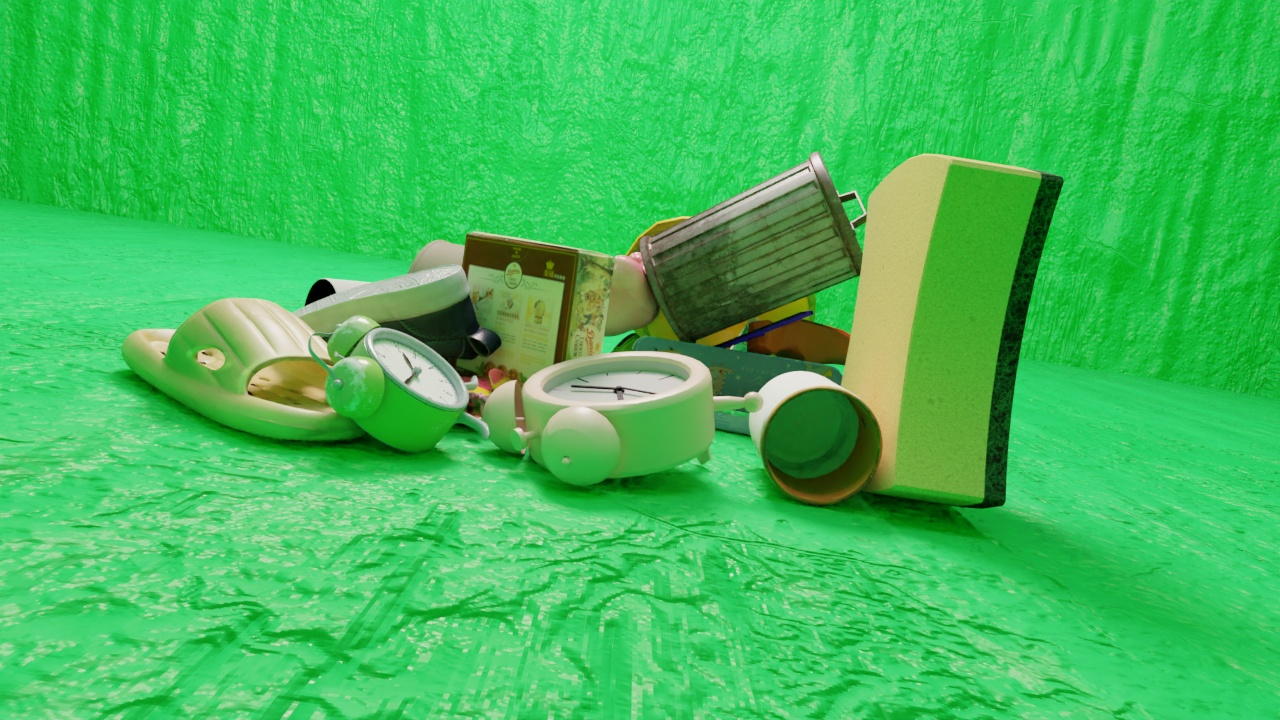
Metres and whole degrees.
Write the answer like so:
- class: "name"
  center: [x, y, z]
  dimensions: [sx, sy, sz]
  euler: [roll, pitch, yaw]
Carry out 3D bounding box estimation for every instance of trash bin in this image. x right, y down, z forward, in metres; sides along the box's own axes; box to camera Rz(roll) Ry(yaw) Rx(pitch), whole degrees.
- class: "trash bin"
  center: [0.121, -0.110, 0.913]
  dimensions: [0.211, 0.131, 0.130]
  euler: [-23, -1, 15]

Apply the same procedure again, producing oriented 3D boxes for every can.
- class: "can"
  center: [-0.197, -0.064, 1.011]
  dimensions: [0.073, 0.128, 0.127]
  euler: [11, 7, 17]

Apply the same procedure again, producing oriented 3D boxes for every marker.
- class: "marker"
  center: [0.102, -0.003, 1.014]
  dimensions: [0.017, 0.017, 0.146]
  euler: [8, -30, -11]

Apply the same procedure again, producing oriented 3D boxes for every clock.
- class: "clock"
  center: [-0.162, 0.016, 0.600]
  dimensions: [0.119, 0.043, 0.094]
  euler: [34, 14, -29]
- class: "clock"
  center: [-0.016, 0.045, 0.637]
  dimensions: [0.160, 0.086, 0.131]
  euler: [-8, 15, -36]

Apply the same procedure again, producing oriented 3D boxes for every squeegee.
- class: "squeegee"
  center: [0.164, -0.014, 0.924]
  dimensions: [0.184, 0.055, 0.250]
  euler: [12, -16, -24]

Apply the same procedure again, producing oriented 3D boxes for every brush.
- class: "brush"
  center: [0.217, -0.022, 0.692]
  dimensions: [0.075, 0.250, 0.195]
  euler: [9, 3, -2]

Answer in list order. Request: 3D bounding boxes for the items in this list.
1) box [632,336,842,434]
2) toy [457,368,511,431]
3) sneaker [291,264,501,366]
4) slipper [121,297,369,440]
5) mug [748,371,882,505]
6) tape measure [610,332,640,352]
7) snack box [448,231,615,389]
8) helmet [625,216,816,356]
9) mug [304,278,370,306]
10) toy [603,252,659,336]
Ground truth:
- class: "box"
  center: [0.086, 0.025, 0.873]
  dimensions: [0.210, 0.079, 0.072]
  euler: [11, 4, 13]
- class: "toy"
  center: [-0.141, 0.028, 0.705]
  dimensions: [0.104, 0.046, 0.084]
  euler: [8, 18, 36]
- class: "sneaker"
  center: [-0.228, -0.014, 0.768]
  dimensions: [0.236, 0.087, 0.089]
  euler: [-11, 19, 25]
- class: "slipper"
  center: [-0.279, -0.006, 0.656]
  dimensions: [0.262, 0.079, 0.111]
  euler: [14, 5, 36]
- class: "mug"
  center: [0.124, 0.052, 0.668]
  dimensions: [0.082, 0.082, 0.105]
  euler: [9, 6, 1]
- class: "tape measure"
  center: [-0.006, 0.006, 0.959]
  dimensions: [0.058, 0.065, 0.036]
  euler: [32, -2, -23]
- class: "snack box"
  center: [-0.094, -0.025, 0.751]
  dimensions: [0.143, 0.147, 0.041]
  euler: [14, 8, 41]
- class: "helmet"
  center: [0.096, -0.047, 1.094]
  dimensions: [0.255, 0.206, 0.131]
  euler: [23, 29, -14]
- class: "mug"
  center: [-0.260, -0.041, 0.899]
  dimensions: [0.096, 0.078, 0.112]
  euler: [2, -12, -45]
- class: "toy"
  center: [-0.078, -0.045, 0.961]
  dimensions: [0.213, 0.084, 0.141]
  euler: [-21, 4, 13]
